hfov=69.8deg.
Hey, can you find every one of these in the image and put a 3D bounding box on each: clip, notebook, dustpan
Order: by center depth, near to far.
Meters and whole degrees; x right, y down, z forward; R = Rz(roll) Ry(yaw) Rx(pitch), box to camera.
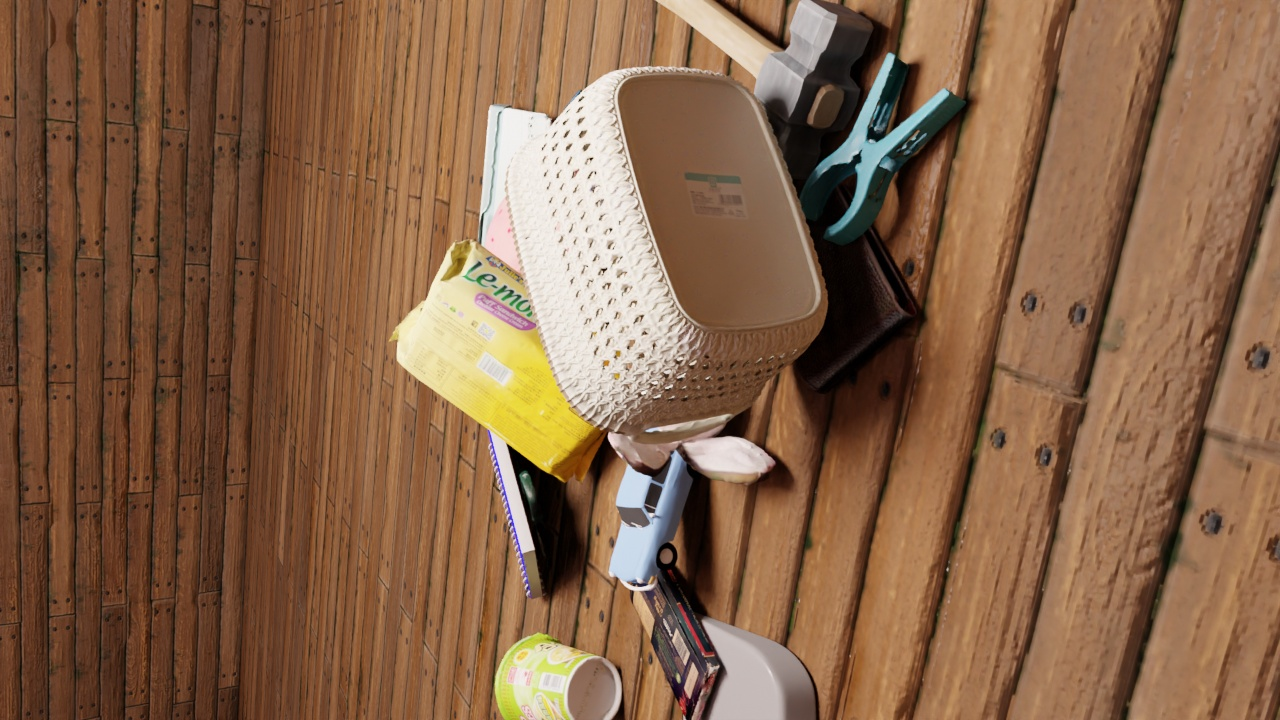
[{"bbox_3d":[0.159,-0.126,0.597,0.127,0.028,0.113,-49,45,29],"label":"clip"},{"bbox_3d":[0.103,0.301,0.706,0.258,0.033,0.163,177,93,-66],"label":"dustpan"},{"bbox_3d":[-0.147,0.148,1.040,0.172,0.022,0.209,95,158,-59],"label":"notebook"}]

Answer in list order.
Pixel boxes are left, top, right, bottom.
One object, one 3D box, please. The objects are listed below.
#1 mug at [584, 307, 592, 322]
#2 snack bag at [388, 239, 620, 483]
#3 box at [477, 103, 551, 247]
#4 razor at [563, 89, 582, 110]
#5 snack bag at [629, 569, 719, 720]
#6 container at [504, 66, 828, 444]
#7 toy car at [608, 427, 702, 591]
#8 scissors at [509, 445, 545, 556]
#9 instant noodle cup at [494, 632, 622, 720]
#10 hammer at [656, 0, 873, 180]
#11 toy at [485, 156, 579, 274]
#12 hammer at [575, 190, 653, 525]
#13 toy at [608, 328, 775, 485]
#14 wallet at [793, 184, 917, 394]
[{"bbox_3d":[-0.094,-0.020,0.981,0.105,0.073,0.090,-88,21,-51],"label":"mug"},{"bbox_3d":[-0.122,0.008,0.900,0.160,0.247,0.068,-51,5,36],"label":"snack bag"},{"bbox_3d":[-0.154,-0.201,1.097,0.126,0.075,0.198,21,112,35],"label":"box"},{"bbox_3d":[-0.085,-0.224,1.007,0.042,0.022,0.144,-70,1,-53],"label":"razor"},{"bbox_3d":[0.026,0.238,0.813,0.155,0.018,0.075,-122,39,-52],"label":"snack bag"},{"bbox_3d":[0.020,-0.079,0.635,0.143,0.184,0.246,-38,65,56],"label":"container"},{"bbox_3d":[0.010,0.121,0.793,0.056,0.054,0.153,-9,58,58],"label":"toy car"},{"bbox_3d":[-0.125,0.128,0.991,0.204,0.015,0.202,-166,60,-77],"label":"scissors"},{"bbox_3d":[-0.079,0.334,0.936,0.108,0.098,0.099,-13,79,49],"label":"instant noodle cup"},{"bbox_3d":[0.067,-0.270,0.746,0.322,0.051,0.117,57,138,44],"label":"hammer"},{"bbox_3d":[-0.092,-0.131,0.938,0.237,0.096,0.191,-1,68,55],"label":"toy"},{"bbox_3d":[-0.005,0.005,0.833,0.052,0.097,0.328,8,103,55],"label":"hammer"},{"bbox_3d":[0.036,0.002,0.755,0.106,0.131,0.205,131,143,-71],"label":"toy"},{"bbox_3d":[0.134,-0.051,0.654,0.100,0.031,0.119,-48,50,42],"label":"wallet"}]
